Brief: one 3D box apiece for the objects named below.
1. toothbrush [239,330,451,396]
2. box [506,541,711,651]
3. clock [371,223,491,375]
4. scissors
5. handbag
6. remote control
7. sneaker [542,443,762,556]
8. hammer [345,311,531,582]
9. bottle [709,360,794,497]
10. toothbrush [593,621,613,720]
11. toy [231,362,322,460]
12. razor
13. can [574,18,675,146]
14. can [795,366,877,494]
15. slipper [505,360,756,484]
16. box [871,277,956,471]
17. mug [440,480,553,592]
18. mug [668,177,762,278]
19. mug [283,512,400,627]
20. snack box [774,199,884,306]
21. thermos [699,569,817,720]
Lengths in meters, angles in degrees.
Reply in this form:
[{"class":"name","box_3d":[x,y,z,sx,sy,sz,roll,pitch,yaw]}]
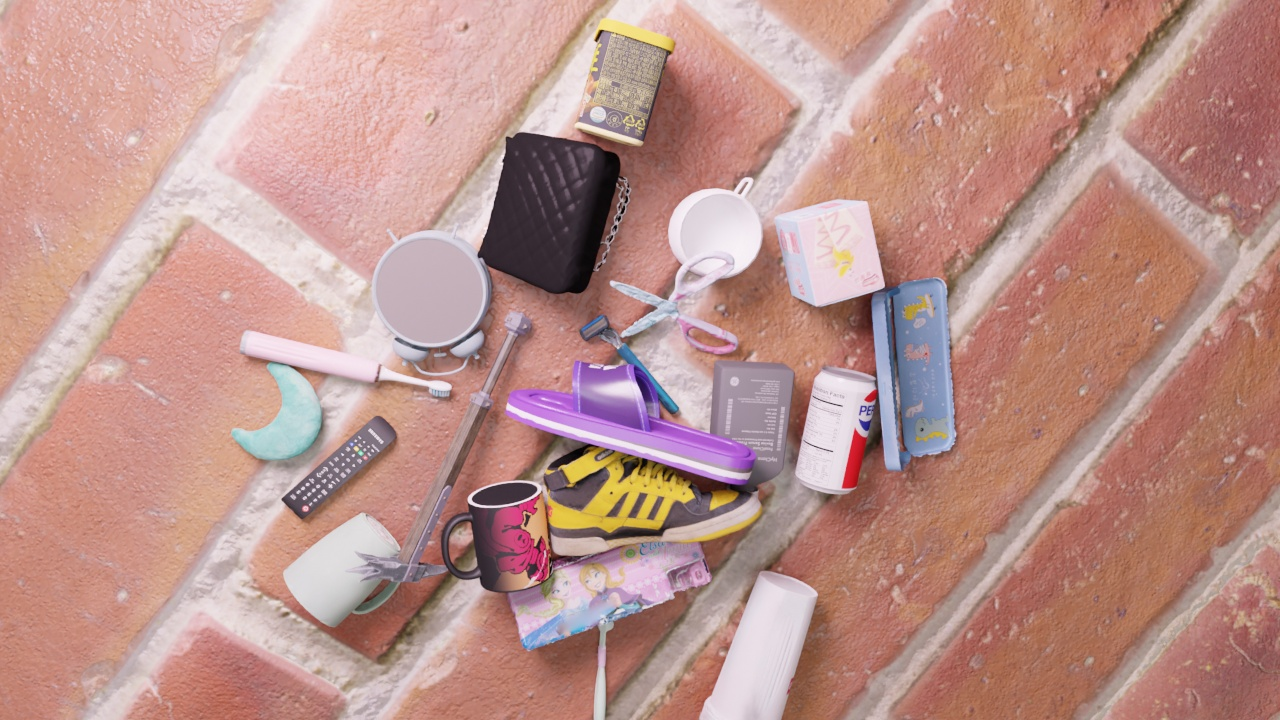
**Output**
[{"class":"toothbrush","box_3d":[-0.313,0.007,0.984,0.222,0.027,0.027,14,133,-9]},{"class":"box","box_3d":[-0.036,0.256,1.042,0.230,0.071,0.084,-20,103,-2]},{"class":"clock","box_3d":[-0.219,-0.062,0.971,0.122,0.045,0.159,-6,100,-4]},{"class":"scissors","box_3d":[0.049,-0.060,0.976,0.170,0.013,0.177,24,137,-23]},{"class":"handbag","box_3d":[-0.092,-0.156,0.959,0.125,0.114,0.154,18,103,14]},{"class":"remote control","box_3d":[-0.332,0.118,1.010,0.147,0.015,0.033,-41,103,3]},{"class":"sneaker","box_3d":[0.006,0.136,1.001,0.239,0.086,0.122,-11,104,10]},{"class":"hammer","box_3d":[-0.192,0.093,0.993,0.028,0.147,0.317,24,89,32]},{"class":"bottle","box_3d":[0.121,0.090,1.038,0.083,0.046,0.174,3,101,-7]},{"class":"toothbrush","box_3d":[-0.047,0.379,1.094,0.022,0.015,0.155,8,103,23]},{"class":"toy","box_3d":[-0.384,0.061,0.986,0.085,0.033,0.105,30,95,3]},{"class":"razor","box_3d":[-0.006,0.006,1.022,0.042,0.022,0.144,-30,111,38]},{"class":"can","box_3d":[-0.020,-0.271,0.908,0.072,0.130,0.101,15,102,-9]},{"class":"can","box_3d":[0.221,0.078,1.034,0.070,0.070,0.132,8,100,-8]},{"class":"slipper","box_3d":[-0.002,0.048,0.972,0.266,0.107,0.084,17,99,4]},{"class":"box","box_3d":[0.305,0.015,1.044,0.124,0.043,0.209,-16,105,-36]},{"class":"mug","box_3d":[-0.159,0.196,1.005,0.117,0.082,0.098,-11,103,-22]},{"class":"mug","box_3d":[0.084,-0.144,0.975,0.094,0.068,0.115,31,96,-11]},{"class":"mug","box_3d":[-0.313,0.232,1.009,0.104,0.084,0.111,-43,131,-9]},{"class":"snack box","box_3d":[0.201,-0.117,0.981,0.079,0.093,0.095,-15,102,-3]},{"class":"thermos","box_3d":[0.139,0.363,1.073,0.099,0.099,0.220,17,95,-9]}]
